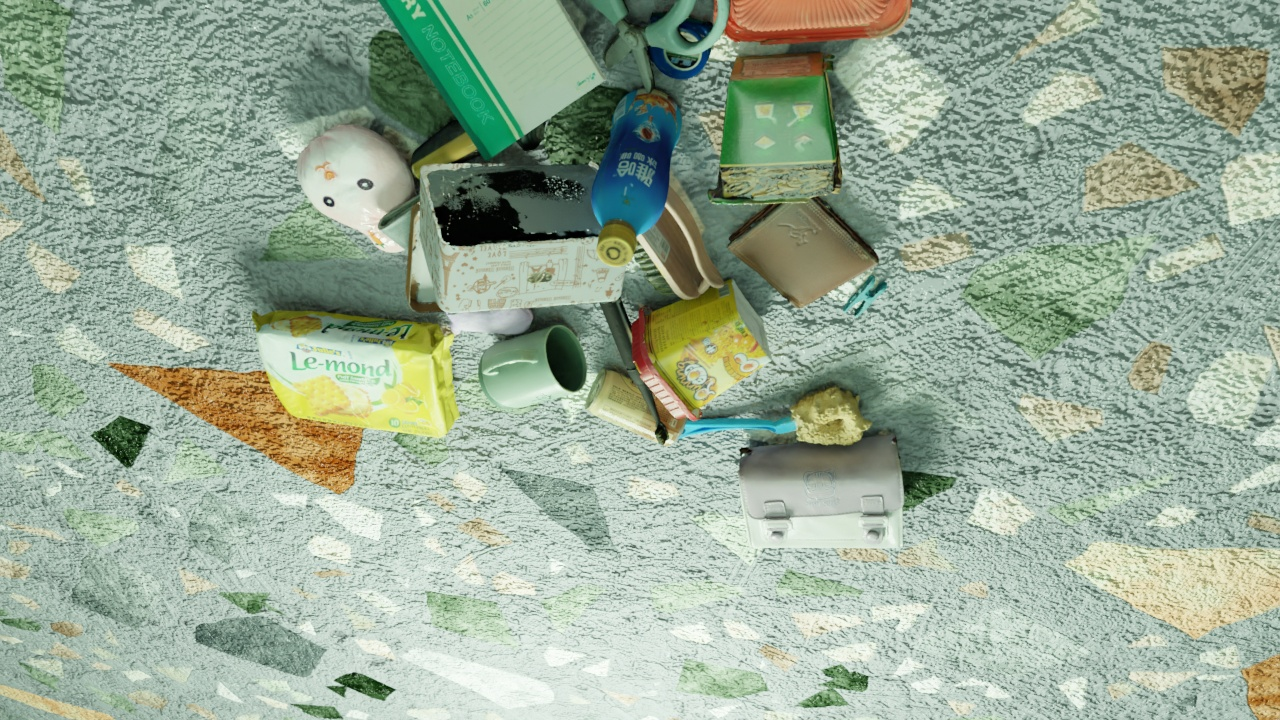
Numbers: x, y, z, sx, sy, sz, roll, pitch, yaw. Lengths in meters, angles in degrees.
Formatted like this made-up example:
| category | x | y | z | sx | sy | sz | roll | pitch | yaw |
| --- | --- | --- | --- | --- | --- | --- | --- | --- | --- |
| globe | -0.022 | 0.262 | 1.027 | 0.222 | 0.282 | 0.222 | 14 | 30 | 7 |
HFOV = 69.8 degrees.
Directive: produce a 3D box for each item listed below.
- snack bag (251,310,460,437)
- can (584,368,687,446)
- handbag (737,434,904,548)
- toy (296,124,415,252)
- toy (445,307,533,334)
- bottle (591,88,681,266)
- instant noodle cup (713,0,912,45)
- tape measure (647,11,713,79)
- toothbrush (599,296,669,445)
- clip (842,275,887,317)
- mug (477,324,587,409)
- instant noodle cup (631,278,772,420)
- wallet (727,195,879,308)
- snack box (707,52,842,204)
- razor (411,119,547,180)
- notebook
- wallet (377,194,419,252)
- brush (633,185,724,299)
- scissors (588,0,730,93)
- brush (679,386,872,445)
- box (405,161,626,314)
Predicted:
| category | x | y | z | sx | sy | sz | roll | pitch | yaw |
| --- | --- | --- | --- | --- | --- | --- | --- | --- | --- |
| snack bag | -0.342 | 0.011 | 1.127 | 0.246 | 0.068 | 0.158 | 7 | 135 | 5 |
| can | -0.004 | 0.057 | 1.111 | 0.116 | 0.058 | 0.059 | 25 | 133 | -13 |
| handbag | 0.228 | 0.168 | 1.152 | 0.197 | 0.098 | 0.145 | -4 | 127 | 14 |
| toy | -0.278 | -0.173 | 0.952 | 0.121 | 0.054 | 0.159 | -19 | 135 | 27 |
| toy | -0.176 | -0.050 | 1.056 | 0.108 | 0.038 | 0.084 | 2 | 151 | 4 |
| bottle | -0.005 | -0.158 | 0.792 | 0.065 | 0.218 | 0.065 | 5 | 134 | 5 |
| instant noodle cup | 0.130 | -0.324 | 0.704 | 0.165 | 0.078 | 0.189 | -1 | 135 | 12 |
| tape measure | 0.035 | -0.276 | 0.805 | 0.058 | 0.025 | 0.055 | 14 | 136 | 8 |
| toothbrush | -0.006 | 0.006 | 1.046 | 0.026 | 0.027 | 0.213 | -9 | 116 | 26 |
| clip | 0.237 | -0.068 | 0.974 | 0.045 | 0.014 | 0.057 | 23 | 132 | -13 |
| mug | -0.136 | 0.008 | 1.060 | 0.107 | 0.082 | 0.111 | -14 | 166 | 27 |
| instant noodle cup | 0.068 | -0.017 | 0.997 | 0.124 | 0.115 | 0.116 | -29 | 123 | 18 |
| wallet | 0.165 | -0.113 | 0.934 | 0.124 | 0.032 | 0.101 | 37 | 127 | -24 |
| snack box | 0.118 | -0.208 | 0.805 | 0.117 | 0.118 | 0.106 | 0 | 121 | 11 |
| razor | -0.158 | -0.214 | 0.886 | 0.168 | 0.062 | 0.067 | -18 | 98 | 32 |
| notebook | -0.141 | -0.295 | 0.787 | 0.151 | 0.012 | 0.209 | -25 | 106 | 32 |
| wallet | -0.189 | -0.127 | 0.960 | 0.107 | 0.037 | 0.129 | -26 | 140 | 19 |
| brush | 0.028 | -0.119 | 0.932 | 0.073 | 0.063 | 0.145 | -11 | 132 | 34 |
| scissors | -0.008 | -0.308 | 0.759 | 0.181 | 0.019 | 0.171 | 48 | 151 | -15 |
| brush | 0.151 | 0.076 | 1.118 | 0.255 | 0.045 | 0.083 | -7 | 136 | 22 |
| box | -0.123 | -0.085 | 0.885 | 0.180 | 0.157 | 0.198 | -5 | 136 | -23 |
